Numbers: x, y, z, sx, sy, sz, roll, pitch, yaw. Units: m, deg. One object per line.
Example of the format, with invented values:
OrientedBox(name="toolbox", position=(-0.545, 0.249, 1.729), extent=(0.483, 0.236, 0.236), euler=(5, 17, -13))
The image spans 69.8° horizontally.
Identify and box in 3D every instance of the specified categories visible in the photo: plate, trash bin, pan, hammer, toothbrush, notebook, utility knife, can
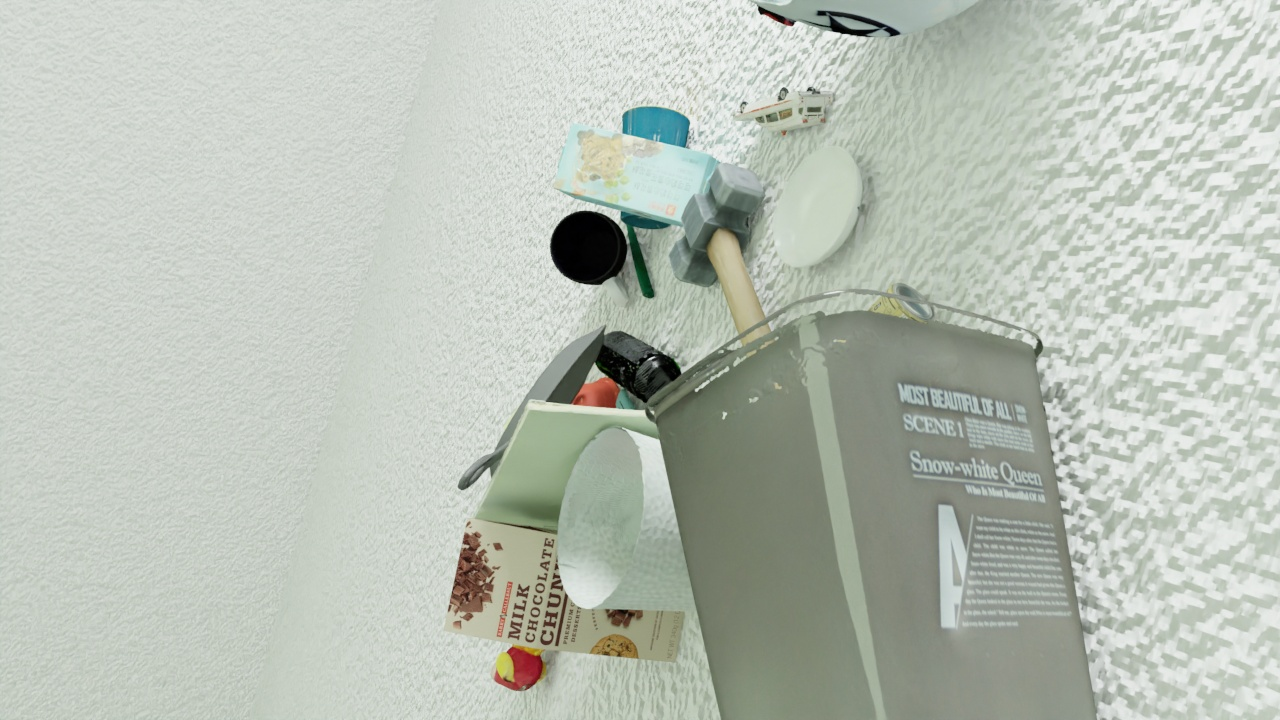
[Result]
OrientedBox(name="plate", position=(0.152, -0.124, 0.762), extent=(0.105, 0.026, 0.104), euler=(-37, 45, 49))
OrientedBox(name="trash bin", position=(0.129, 0.110, 0.518), extent=(0.198, 0.197, 0.219), euler=(-37, 51, 49))
OrientedBox(name="pan", position=(-0.110, 0.060, 0.868), extent=(0.217, 0.024, 0.354), euler=(-58, -3, 13))
OrientedBox(name="hammer", position=(0.093, -0.039, 0.794), extent=(0.322, 0.051, 0.118), euler=(-103, 33, -45))
OrientedBox(name="toothbrush", position=(-0.005, -0.142, 1.086), extent=(0.017, 0.016, 0.189), euler=(-50, 36, 33))
OrientedBox(name="notebook", position=(-0.038, 0.105, 0.791), extent=(0.253, 0.181, 0.010), euler=(122, 148, -52))
OrientedBox(name="utility knife", position=(0.007, 0.087, 0.952), extent=(0.022, 0.015, 0.177), euler=(-64, 32, 24))
OrientedBox(name="can", position=(0.170, -0.015, 0.658), extent=(0.080, 0.038, 0.038), euler=(-53, 34, 37))
OrientedBox(name="can", position=(-0.006, 0.006, 0.968), extent=(0.138, 0.054, 0.054), euler=(31, 104, 62))
OrientedBox(name="trash bin", position=(0.037, 0.131, 0.701), extent=(0.134, 0.161, 0.133), euler=(-38, 44, 50))

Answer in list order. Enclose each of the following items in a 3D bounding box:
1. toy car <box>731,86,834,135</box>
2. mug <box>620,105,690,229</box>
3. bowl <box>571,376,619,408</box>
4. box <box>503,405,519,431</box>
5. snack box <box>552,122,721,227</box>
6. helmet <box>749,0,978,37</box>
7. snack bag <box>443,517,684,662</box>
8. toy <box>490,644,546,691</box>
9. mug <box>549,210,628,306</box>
OrientedBox(name="toy car", position=(0.130, -0.228, 0.851), extent=(0.113, 0.039, 0.039), euler=(10, 106, 64))
OrientedBox(name="mug", position=(0.012, -0.214, 1.032), extent=(0.078, 0.078, 0.121), euler=(-7, 75, 62))
OrientedBox(name="bowl", position=(-0.071, 0.078, 1.067), extent=(0.131, 0.045, 0.130), euler=(-38, 45, 50))
OrientedBox(name="box", position=(-0.150, 0.138, 1.217), extent=(0.138, 0.024, 0.186), euler=(-40, 42, 45))
OrientedBox(name="snack box", position=(-0.003, -0.193, 0.969), extent=(0.175, 0.053, 0.075), euler=(19, 96, 25))
OrientedBox(name="helmet", position=(0.188, -0.338, 0.653), extent=(0.237, 0.163, 0.264), euler=(-64, 22, 12))
OrientedBox(name="snack bag", position=(-0.065, 0.202, 0.812), extent=(0.070, 0.206, 0.094), euler=(-5, 72, 62))
OrientedBox(name="toy", position=(-0.118, 0.304, 1.036), extent=(0.106, 0.067, 0.137), euler=(-16, 50, 57))
OrientedBox(name="mug", position=(-0.047, -0.117, 1.088), extent=(0.085, 0.119, 0.100), euler=(-31, -1, 9))
